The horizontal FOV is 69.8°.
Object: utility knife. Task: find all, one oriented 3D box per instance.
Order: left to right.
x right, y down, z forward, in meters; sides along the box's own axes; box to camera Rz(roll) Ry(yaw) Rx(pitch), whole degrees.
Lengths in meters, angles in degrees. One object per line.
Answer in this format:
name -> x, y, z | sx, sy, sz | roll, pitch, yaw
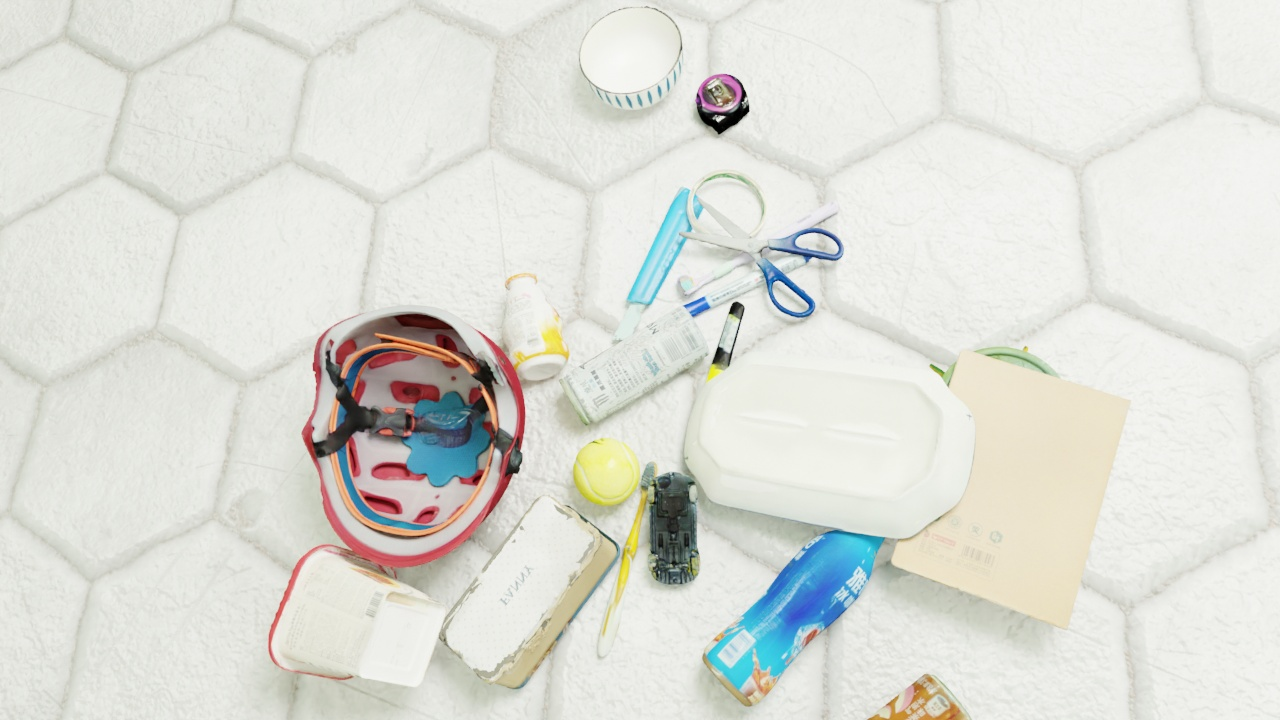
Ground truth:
utility knife -> 0.017, -0.101, 0.973 | 0.034, 0.018, 0.187 | 24, 75, 10

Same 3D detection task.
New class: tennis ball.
tennis ball -> -0.033, 0.107, 0.885 | 0.065, 0.065, 0.065 | -3, 70, 9

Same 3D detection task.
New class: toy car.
toy car -> 0.032, 0.159, 0.872 | 0.049, 0.031, 0.105 | -2, 78, 6

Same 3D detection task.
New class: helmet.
helmet -> -0.204, 0.072, 0.892 | 0.207, 0.144, 0.240 | 1, 85, 11

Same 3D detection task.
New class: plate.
plate -> 0.162, 0.066, 0.833 | 0.266, 0.034, 0.161 | 8, 70, 26

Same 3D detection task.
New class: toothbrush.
toothbrush -> -0.012, 0.187, 0.878 | 0.016, 0.018, 0.191 | 11, 73, 16
toothbrush -> 0.125, -0.120, 0.961 | 0.189, 0.021, 0.029 | -28, 49, -3

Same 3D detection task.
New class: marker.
marker -> 0.084, -0.005, 0.931 | 0.018, 0.015, 0.124 | 10, 70, 23
marker -> 0.110, -0.080, 0.951 | 0.146, 0.017, 0.017 | -26, 68, 1

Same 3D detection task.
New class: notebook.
notebook -> 0.319, 0.105, 0.791 | 0.148, 0.008, 0.207 | 19, 76, 16

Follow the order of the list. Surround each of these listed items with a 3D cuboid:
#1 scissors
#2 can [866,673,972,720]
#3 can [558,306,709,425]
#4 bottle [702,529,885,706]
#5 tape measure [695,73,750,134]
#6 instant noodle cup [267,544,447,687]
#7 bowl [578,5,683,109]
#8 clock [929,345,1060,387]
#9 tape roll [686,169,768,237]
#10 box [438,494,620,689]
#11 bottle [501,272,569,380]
scissors -> 0.125, -0.107, 0.939 | 0.163, 0.012, 0.160 | -10, 77, 6
can -> 0.204, 0.328, 0.767 | 0.147, 0.058, 0.058 | -37, 69, -4
can -> -0.005, 0.005, 0.920 | 0.146, 0.058, 0.058 | -31, 68, -1
bottle -> 0.150, 0.208, 0.817 | 0.218, 0.065, 0.065 | -44, 69, -8
tape measure -> 0.090, -0.287, 1.015 | 0.057, 0.039, 0.058 | -36, 68, -3
instant noodle cup -> -0.254, 0.240, 0.837 | 0.124, 0.116, 0.116 | 5, 70, 38
bowl -> -0.006, -0.331, 1.034 | 0.116, 0.066, 0.116 | -4, 70, 10
clock -> 0.331, 0.066, 0.837 | 0.116, 0.056, 0.161 | -11, 69, 7
tape roll -> 0.092, -0.162, 0.974 | 0.086, 0.014, 0.085 | 1, 74, -3
box -> -0.099, 0.210, 0.859 | 0.090, 0.061, 0.184 | 35, 79, 29
bottle -> -0.113, -0.037, 0.952 | 0.063, 0.063, 0.108 | -18, 69, 4
